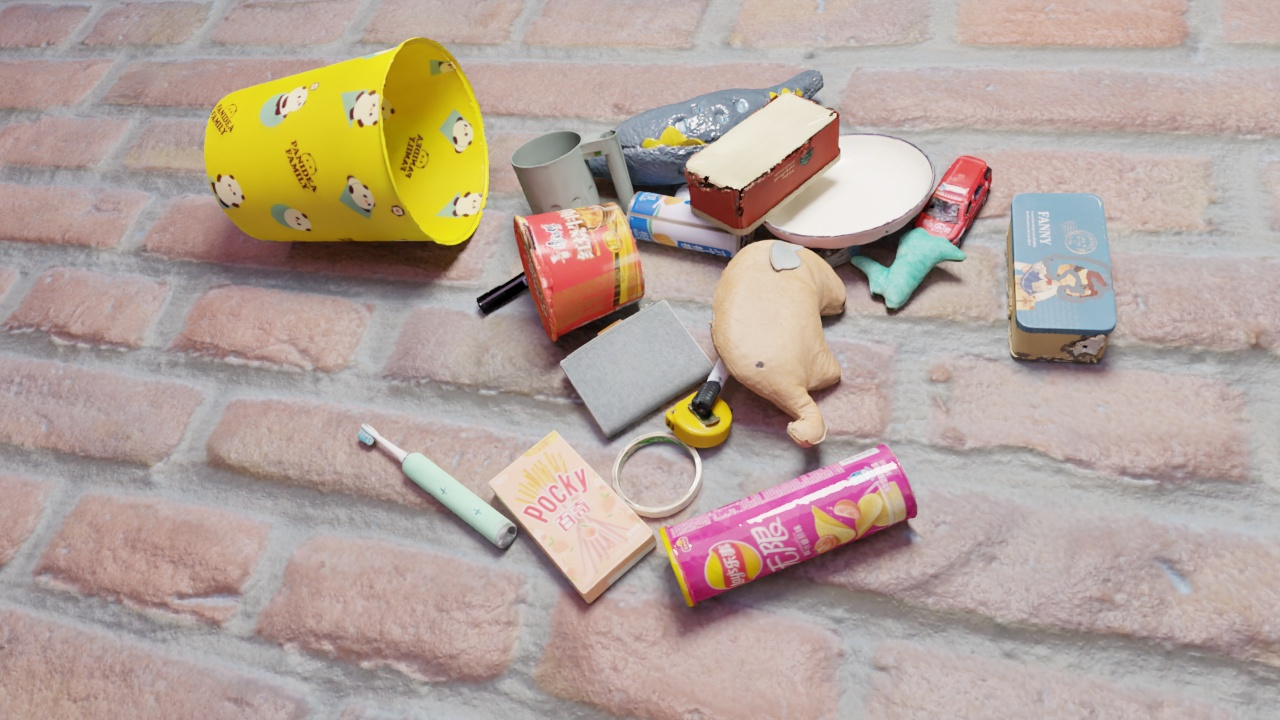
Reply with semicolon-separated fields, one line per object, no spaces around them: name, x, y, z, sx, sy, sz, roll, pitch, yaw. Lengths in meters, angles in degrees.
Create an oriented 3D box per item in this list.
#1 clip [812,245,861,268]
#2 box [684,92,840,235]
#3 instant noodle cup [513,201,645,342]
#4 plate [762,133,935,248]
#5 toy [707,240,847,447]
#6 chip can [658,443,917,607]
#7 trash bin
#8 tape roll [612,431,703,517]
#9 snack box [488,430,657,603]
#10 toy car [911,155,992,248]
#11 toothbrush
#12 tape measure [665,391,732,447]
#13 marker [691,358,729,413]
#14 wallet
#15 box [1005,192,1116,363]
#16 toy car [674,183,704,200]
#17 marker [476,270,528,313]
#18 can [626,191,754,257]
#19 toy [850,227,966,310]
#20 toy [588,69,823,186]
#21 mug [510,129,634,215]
clip;0.205;-0.109;0.968;0.057;0.024;0.029;-15;50;8
box;0.128;-0.217;0.966;0.168;0.077;0.091;-39;52;-22
instant noodle cup;-0.063;-0.099;0.967;0.108;0.138;0.137;-18;54;-10
plate;0.217;-0.177;0.986;0.192;0.039;0.192;-11;42;10
toy;0.131;-0.018;0.881;0.143;0.083;0.225;13;58;-4
chip can;0.126;0.141;0.788;0.210;0.071;0.071;-21;54;-1
trash bin;-0.344;-0.241;1.080;0.256;0.230;0.229;-2;56;19
tape roll;0.016;0.107;0.872;0.086;0.014;0.085;-7;55;10
snack box;-0.066;0.143;0.860;0.084;0.026;0.157;-39;57;-14
toy car;0.328;-0.166;0.965;0.053;0.045;0.120;22;66;27
toothbrush;-0.208;0.117;0.912;0.224;0.026;0.027;30;90;29
tape measure;0.059;0.055;0.880;0.059;0.029;0.057;-30;53;-30
marker;0.081;0.005;0.902;0.023;0.018;0.130;12;42;19
wallet;-0.006;0.005;0.934;0.129;0.037;0.106;-31;66;-7
box;0.401;-0.086;0.884;0.090;0.059;0.183;1;58;13
toy car;0.081;-0.182;1.042;0.091;0.034;0.042;10;62;22
marker;-0.126;-0.095;1.042;0.132;0.020;0.022;-33;45;-8
can;0.055;-0.150;1.013;0.135;0.053;0.053;14;61;22
toy;0.266;-0.096;0.932;0.096;0.030;0.092;36;89;28
toy;0.051;-0.261;1.061;0.356;0.091;0.137;-15;35;3
mug;-0.072;-0.197;1.032;0.124;0.103;0.083;-8;37;14
